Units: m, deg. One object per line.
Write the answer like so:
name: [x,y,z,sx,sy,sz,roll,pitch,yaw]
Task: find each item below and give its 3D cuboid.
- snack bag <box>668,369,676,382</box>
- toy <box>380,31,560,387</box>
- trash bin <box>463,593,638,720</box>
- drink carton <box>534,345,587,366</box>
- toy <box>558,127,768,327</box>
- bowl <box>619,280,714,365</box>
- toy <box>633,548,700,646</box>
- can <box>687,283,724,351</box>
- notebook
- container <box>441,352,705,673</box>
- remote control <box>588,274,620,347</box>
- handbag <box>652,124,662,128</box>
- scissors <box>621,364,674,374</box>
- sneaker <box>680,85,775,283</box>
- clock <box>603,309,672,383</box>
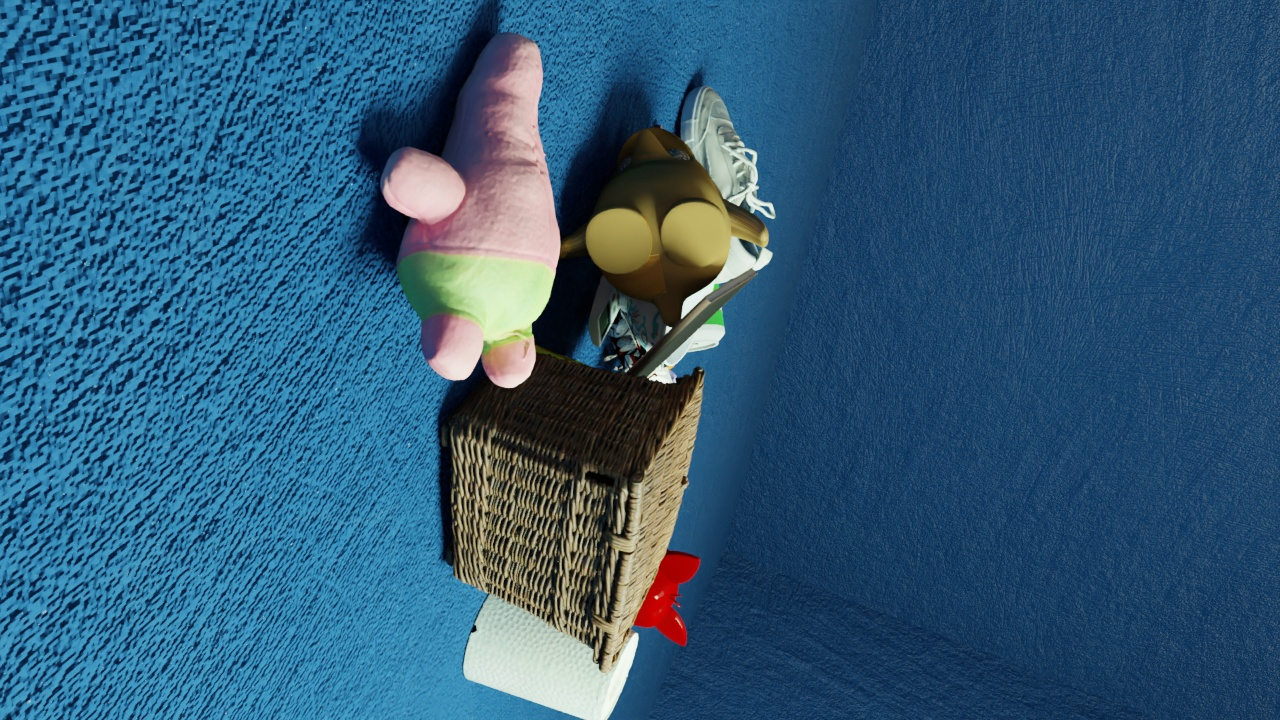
snack bag: [0.024,0.088,1.418,0.205,0.058,0.096,74,33,-62]
toy: [-0.102,-0.102,0.604,0.192,0.097,0.236,23,72,-74]
trash bin: [-0.096,0.328,1.038,0.133,0.161,0.133,20,89,-76]
drink carton: [-0.072,0.020,0.938,0.043,0.058,0.134,-66,166,-1]
toy: [0.020,-0.150,0.911,0.203,0.199,0.163,-86,171,-59]
bowl: [0.024,-0.074,1.031,0.143,0.074,0.144,-56,158,-37]
toy: [-0.026,0.220,1.018,0.120,0.197,0.159,-44,150,-46]
can: [0.054,-0.084,1.140,0.087,0.088,0.139,28,54,-76]
notebook: [0.020,-0.008,0.901,0.210,0.008,0.141,-44,175,29]
container: [-0.066,0.116,0.821,0.161,0.183,0.250,-56,160,-50]
remote control: [-0.030,-0.086,1.032,0.050,0.024,0.143,88,23,-54]
handbag: [0.016,-0.212,1.053,0.055,0.029,0.120,-49,150,-53]
scissors: [0.009,0.021,1.286,0.132,0.012,0.097,-32,138,-38]
sneaker: [0.110,-0.216,1.095,0.089,0.091,0.242,7,75,-56]
clock: [-0.006,0.006,1.113,0.155,0.065,0.114,71,-4,-46]
